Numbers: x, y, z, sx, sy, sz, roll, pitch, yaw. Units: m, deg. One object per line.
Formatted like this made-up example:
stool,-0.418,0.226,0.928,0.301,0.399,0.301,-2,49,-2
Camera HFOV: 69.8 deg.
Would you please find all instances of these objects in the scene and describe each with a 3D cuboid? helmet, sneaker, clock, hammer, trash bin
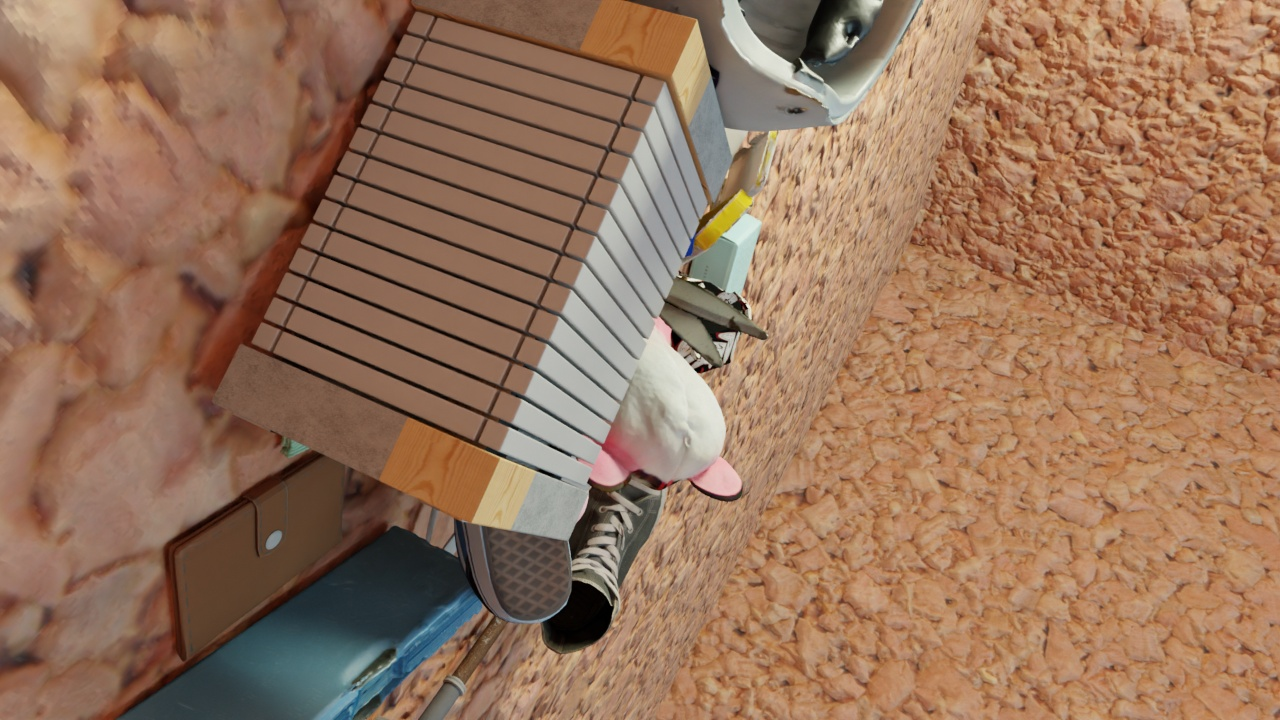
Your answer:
helmet,0.044,-0.261,0.518,0.235,0.164,0.264,-57,133,-30
sneaker,-0.103,0.053,0.617,0.098,0.083,0.241,-18,-102,62
clock,0.054,-0.054,0.930,0.154,0.115,0.065,-45,154,-54
hammer,-0.161,0.288,0.903,0.321,0.043,0.156,-53,159,-41
sneaker,-0.040,0.205,1.006,0.234,0.095,0.120,-57,-175,0
trash bin,-0.072,-0.050,0.486,0.246,0.142,0.142,-67,163,-8

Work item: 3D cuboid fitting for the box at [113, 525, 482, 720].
box,-0.194,0.185,0.562,0.230,0.093,0.049,-37,144,-58

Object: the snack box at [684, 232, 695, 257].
snack box,0.018,-0.171,0.726,0.057,0.056,0.207,-15,140,-18

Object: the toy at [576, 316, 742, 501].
toy,-0.004,0.004,0.663,0.084,0.212,0.141,-36,141,31

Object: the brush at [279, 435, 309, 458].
brush,-0.147,-0.001,0.585,0.217,0.012,0.033,-43,152,-54

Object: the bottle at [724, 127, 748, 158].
bottle,0.062,-0.198,0.857,0.195,0.052,0.052,-60,162,-14

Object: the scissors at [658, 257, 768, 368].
scissors,0.014,-0.061,0.595,0.161,0.226,0.016,-40,131,-23

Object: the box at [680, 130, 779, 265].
box,0.076,-0.150,0.875,0.129,0.038,0.210,-60,-174,-2

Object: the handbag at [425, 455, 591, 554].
handbag,-0.094,0.105,0.756,0.222,0.095,0.216,-55,156,-14

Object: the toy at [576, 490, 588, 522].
toy,-0.083,0.145,0.892,0.102,0.050,0.093,-52,-175,-33

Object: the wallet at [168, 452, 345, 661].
wallet,-0.215,0.107,0.527,0.120,0.013,0.088,-41,151,-53

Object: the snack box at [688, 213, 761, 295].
snack box,0.089,-0.088,1.092,0.074,0.053,0.175,-45,155,-48
